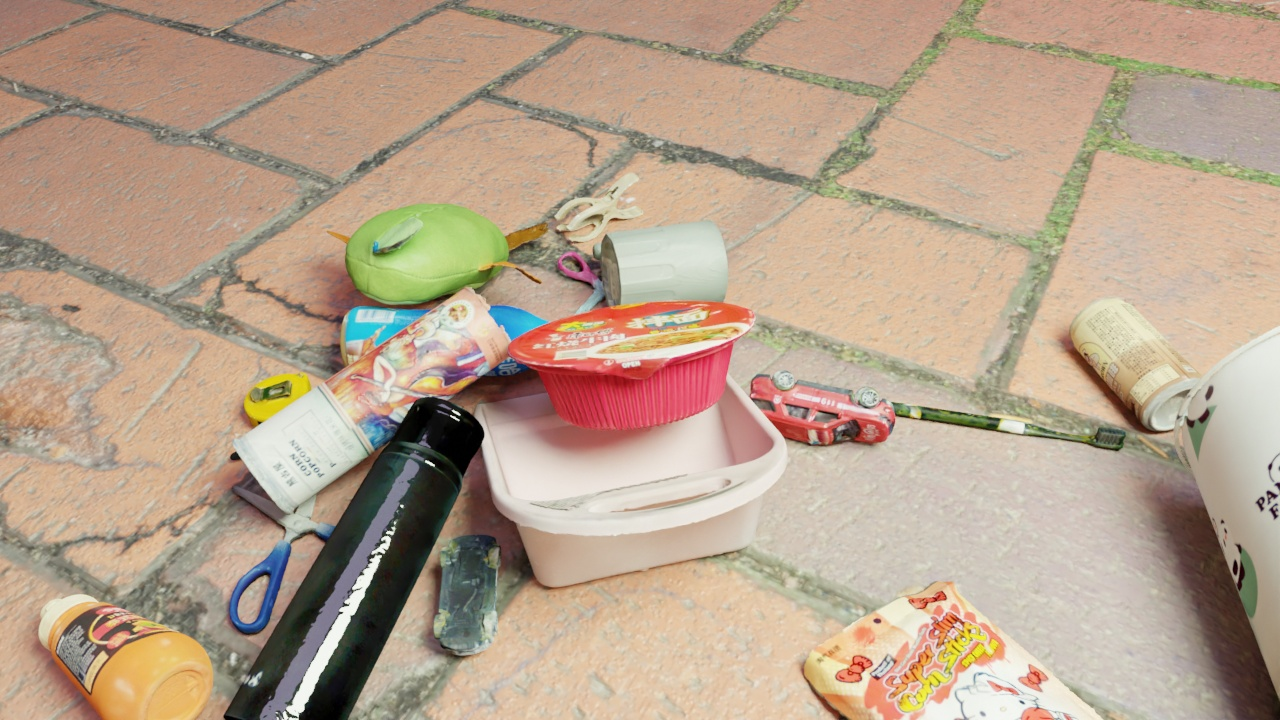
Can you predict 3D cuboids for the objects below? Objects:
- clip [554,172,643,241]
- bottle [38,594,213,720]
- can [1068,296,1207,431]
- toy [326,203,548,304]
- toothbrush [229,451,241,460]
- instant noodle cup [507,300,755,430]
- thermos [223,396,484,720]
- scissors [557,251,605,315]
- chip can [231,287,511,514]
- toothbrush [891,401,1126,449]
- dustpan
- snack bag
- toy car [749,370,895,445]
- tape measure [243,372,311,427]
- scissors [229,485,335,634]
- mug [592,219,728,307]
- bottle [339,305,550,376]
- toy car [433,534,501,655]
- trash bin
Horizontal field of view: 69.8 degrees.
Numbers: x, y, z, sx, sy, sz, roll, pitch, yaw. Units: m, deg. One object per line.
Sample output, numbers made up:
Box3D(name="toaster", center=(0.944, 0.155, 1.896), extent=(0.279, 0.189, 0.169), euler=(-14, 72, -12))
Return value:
Box3D(name="clip", center=(-0.043, -0.162, 0.993), extent=(0.099, 0.070, 0.034), euler=(-31, 48, -19))
Box3D(name="bottle", center=(-0.349, 0.193, 0.605), extent=(0.150, 0.067, 0.066), euler=(17, 45, 29))
Box3D(name="can", center=(0.421, 0.002, 0.778), extent=(0.058, 0.059, 0.116), euler=(-10, 43, -8))
Box3D(name="toy", center=(-0.196, -0.104, 0.877), extent=(0.227, 0.090, 0.246), euler=(9, 16, 15))
Box3D(name="toothbrush", center=(-0.256, 0.049, 0.789), extent=(0.188, 0.014, 0.016), euler=(-20, 38, -18))
Box3D(name="instant noodle cup", center=(-0.004, 0.004, 0.718), extent=(0.194, 0.066, 0.193), euler=(-7, 14, 2))
Box3D(name="thermos", center=(-0.185, 0.142, 0.628), extent=(0.068, 0.090, 0.241), euler=(31, 54, -10))
Box3D(name="scissors", center=(-0.039, -0.077, 0.918), extent=(0.134, 0.017, 0.133), euler=(27, 53, 23))
Box3D(name="chip can", center=(-0.205, 0.028, 0.723), extent=(0.214, 0.071, 0.071), euler=(-37, 52, -18))
Box3D(name="toothbrush", center=(0.301, 0.051, 0.759), extent=(0.186, 0.017, 0.012), euler=(8, 46, 12))
Box3D(name="dustpan", center=(-0.008, 0.053, 0.682), extent=(0.222, 0.139, 0.273), euler=(-12, 44, -10))
Box3D(name="snack bag", center=(0.213, 0.222, 0.552), extent=(0.128, 0.073, 0.208), euler=(-25, 40, -23))
Box3D(name="toy car", center=(0.146, 0.043, 0.750), extent=(0.121, 0.053, 0.045), euler=(9, 64, 21))
Box3D(name="tape measure", center=(-0.313, 0.035, 0.795), extent=(0.057, 0.029, 0.060), euler=(-13, 43, -11))
Box3D(name="scissors", center=(-0.255, 0.134, 0.698), extent=(0.162, 0.012, 0.175), euler=(5, 42, 9))
Box3D(name="mug", center=(0.015, -0.094, 0.883), extent=(0.103, 0.084, 0.124), euler=(-9, 26, -15))
Box3D(name="bottle", center=(-0.152, -0.017, 0.820), extent=(0.219, 0.065, 0.065), euler=(-1, 42, 1))
Box3D(name="toy car", center=(-0.119, 0.164, 0.642), extent=(0.043, 0.034, 0.090), euler=(-2, 44, -4))
Box3D(name="trash bin", center=(0.463, 0.126, 0.529), extent=(0.230, 0.230, 0.251), euler=(6, 48, 9))
